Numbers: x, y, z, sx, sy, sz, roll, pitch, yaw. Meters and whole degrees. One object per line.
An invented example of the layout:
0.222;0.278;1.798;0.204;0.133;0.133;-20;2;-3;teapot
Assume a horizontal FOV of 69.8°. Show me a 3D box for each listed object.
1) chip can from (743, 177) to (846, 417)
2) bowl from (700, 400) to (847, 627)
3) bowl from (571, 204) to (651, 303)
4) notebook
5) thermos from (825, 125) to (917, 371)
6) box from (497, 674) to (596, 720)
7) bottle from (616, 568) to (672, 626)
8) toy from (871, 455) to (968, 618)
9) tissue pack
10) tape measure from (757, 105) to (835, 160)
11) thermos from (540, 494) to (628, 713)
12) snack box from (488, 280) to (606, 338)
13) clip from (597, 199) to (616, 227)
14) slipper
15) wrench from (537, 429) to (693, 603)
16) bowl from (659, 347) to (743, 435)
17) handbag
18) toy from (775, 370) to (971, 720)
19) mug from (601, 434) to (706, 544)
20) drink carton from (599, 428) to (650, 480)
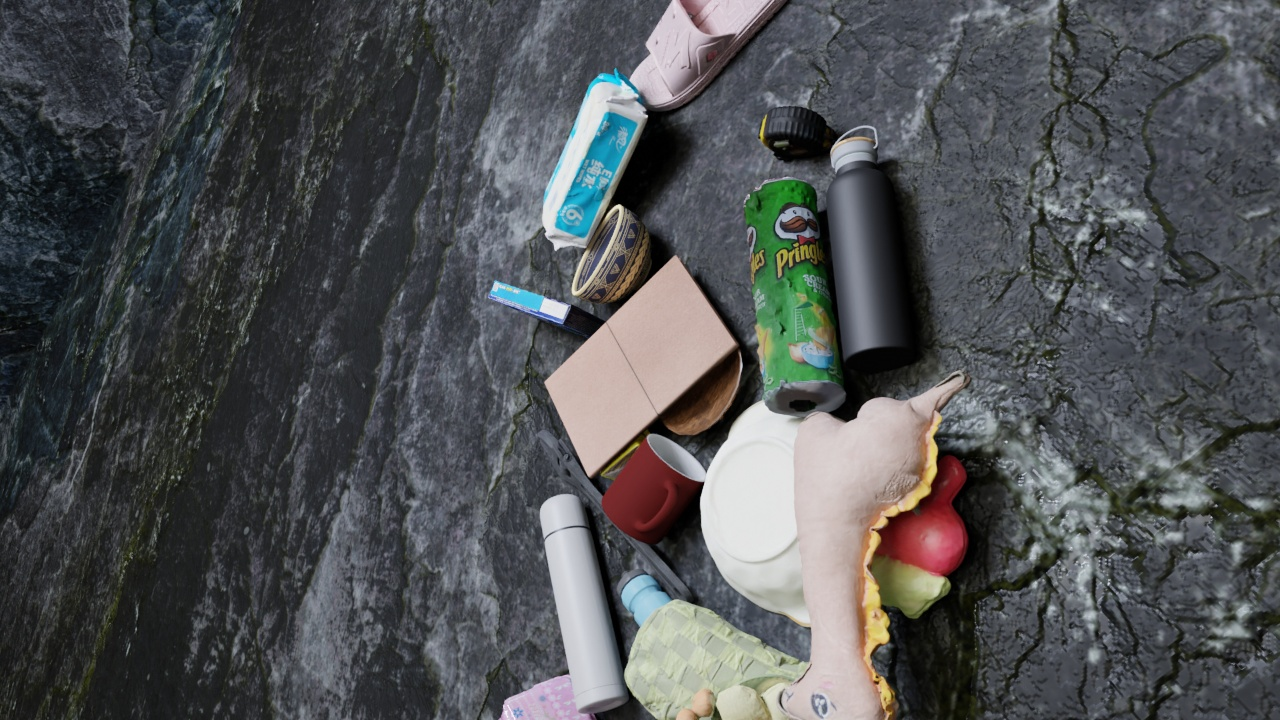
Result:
0.138;-0.058;0.838;0.076;0.075;0.222;-25;54;36;chip can
0.118;0.128;0.820;0.189;0.060;0.219;-38;54;29;bowl
-0.023;-0.110;1.027;0.113;0.061;0.112;-55;18;27;bowl
-0.006;0.006;0.965;0.209;0.008;0.141;-43;50;17;notebook
0.201;-0.108;0.821;0.061;0.061;0.231;-19;64;38;thermos
-0.059;0.432;0.887;0.230;0.085;0.097;49;142;41;box
0.019;0.249;0.886;0.130;0.040;0.040;44;106;43;bottle
0.219;0.135;0.731;0.092;0.045;0.135;8;79;49;toy
-0.059;-0.227;1.070;0.210;0.066;0.117;-61;20;24;tissue pack
0.152;-0.223;0.907;0.067;0.062;0.038;7;81;43;tape measure
-0.062;0.246;0.955;0.052;0.052;0.224;-36;54;30;thermos
-0.106;-0.057;1.081;0.150;0.082;0.027;19;88;46;snack box
-0.032;-0.177;1.094;0.043;0.024;0.061;-30;53;33;clip
0.070;-0.377;1.039;0.240;0.064;0.094;-36;54;27;slipper
-0.032;0.159;0.962;0.018;0.073;0.273;-34;50;-18;wrench
0.064;0.023;0.931;0.102;0.026;0.114;37;100;43;bowl
0.068;0.282;0.758;0.186;0.116;0.113;23;97;20;handbag
0.175;0.146;0.684;0.197;0.065;0.263;-27;50;38;toy
0.014;0.133;0.894;0.083;0.073;0.105;-55;13;14;mug
-0.033;0.061;1.000;0.059;0.043;0.134;-42;51;19;drink carton
